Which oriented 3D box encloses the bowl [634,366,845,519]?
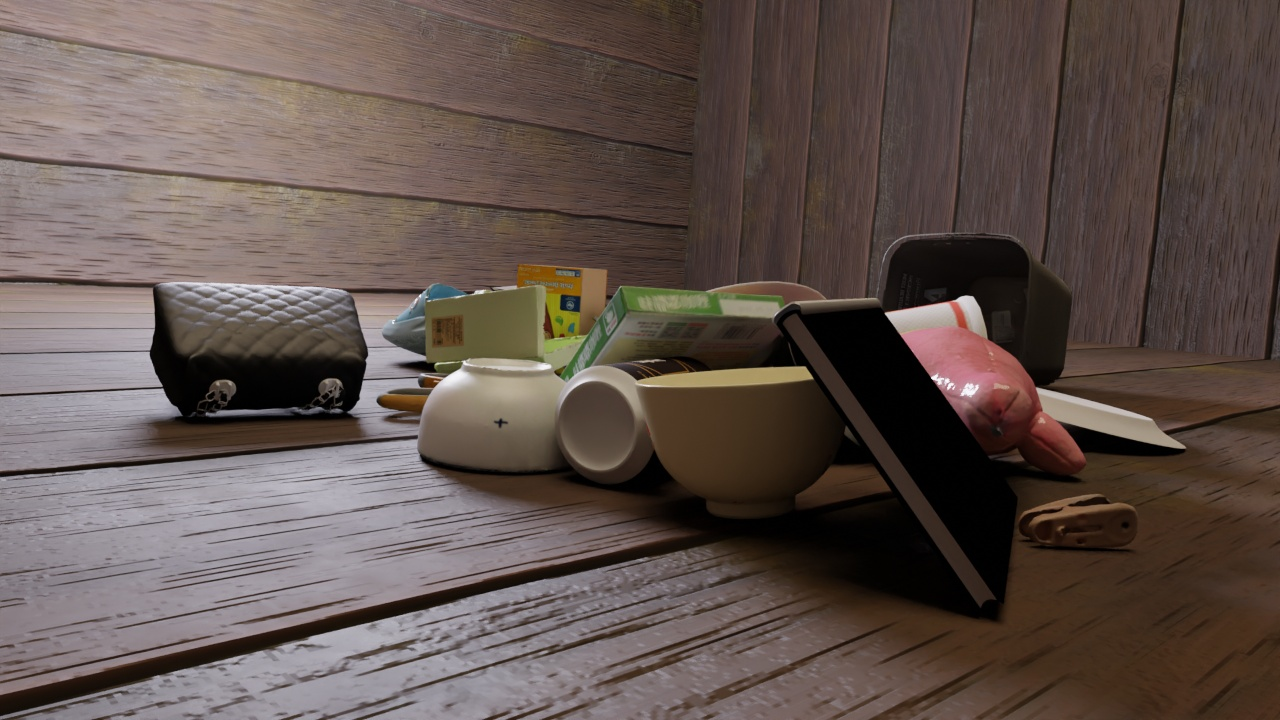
[{"bbox_3d":[0.058,0.045,0.499,0.118,0.074,0.118,-4,3,0],"label":"bowl"}]

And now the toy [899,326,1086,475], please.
[{"bbox_3d":[0.233,0.029,0.660,0.192,0.097,0.236,23,8,6],"label":"toy"}]

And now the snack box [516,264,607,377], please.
[{"bbox_3d":[-0.085,-0.034,0.953,0.088,0.126,0.040,8,8,36],"label":"snack box"}]

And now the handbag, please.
[{"bbox_3d":[-0.303,0.010,0.731,0.153,0.115,0.125,3,29,-34],"label":"handbag"}]

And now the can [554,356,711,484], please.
[{"bbox_3d":[0.004,0.035,0.597,0.072,0.072,0.128,7,7,28],"label":"can"}]

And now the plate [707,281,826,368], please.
[{"bbox_3d":[0.059,-0.001,0.758,0.208,0.015,0.209,-13,-25,-7],"label":"plate"}]

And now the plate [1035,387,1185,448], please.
[{"bbox_3d":[0.406,0.045,0.858,0.188,0.016,0.188,13,7,-2],"label":"plate"}]

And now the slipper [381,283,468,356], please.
[{"bbox_3d":[-0.208,-0.048,1.066,0.104,0.074,0.246,23,-21,-36],"label":"slipper"}]

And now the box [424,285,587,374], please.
[{"bbox_3d":[-0.130,-0.020,0.907,0.188,0.091,0.083,0,-5,45],"label":"box"}]

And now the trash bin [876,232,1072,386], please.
[{"bbox_3d":[0.452,-0.053,1.213,0.198,0.197,0.219,7,1,43],"label":"trash bin"}]

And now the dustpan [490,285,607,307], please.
[{"bbox_3d":[-0.032,-0.039,1.142,0.273,0.080,0.236,38,7,-1],"label":"dustpan"}]

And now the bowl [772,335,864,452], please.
[{"bbox_3d":[0.136,0.029,0.713,0.053,0.124,0.123,-37,-18,31],"label":"bowl"}]

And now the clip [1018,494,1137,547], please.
[{"bbox_3d":[0.232,0.085,0.490,0.062,0.024,0.045,1,6,5],"label":"clip"}]

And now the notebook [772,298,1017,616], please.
[{"bbox_3d":[0.141,0.032,0.473,0.016,0.149,0.206,-37,-11,22],"label":"notebook"}]

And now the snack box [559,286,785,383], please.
[{"bbox_3d":[0.014,0.003,0.687,0.131,0.027,0.168,1,-31,-27],"label":"snack box"}]

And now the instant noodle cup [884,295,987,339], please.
[{"bbox_3d":[0.247,0.006,0.857,0.121,0.123,0.123,-3,5,6],"label":"instant noodle cup"}]

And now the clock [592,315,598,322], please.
[{"bbox_3d":[-0.005,0.005,0.891,0.090,0.052,0.129,7,38,-29],"label":"clock"}]

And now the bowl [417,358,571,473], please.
[{"bbox_3d":[-0.090,0.033,0.614,0.113,0.063,0.113,4,6,-1],"label":"bowl"}]

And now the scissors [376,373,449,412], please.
[{"bbox_3d":[-0.136,0.031,0.828,0.224,0.016,0.225,2,6,-32],"label":"scissors"}]
